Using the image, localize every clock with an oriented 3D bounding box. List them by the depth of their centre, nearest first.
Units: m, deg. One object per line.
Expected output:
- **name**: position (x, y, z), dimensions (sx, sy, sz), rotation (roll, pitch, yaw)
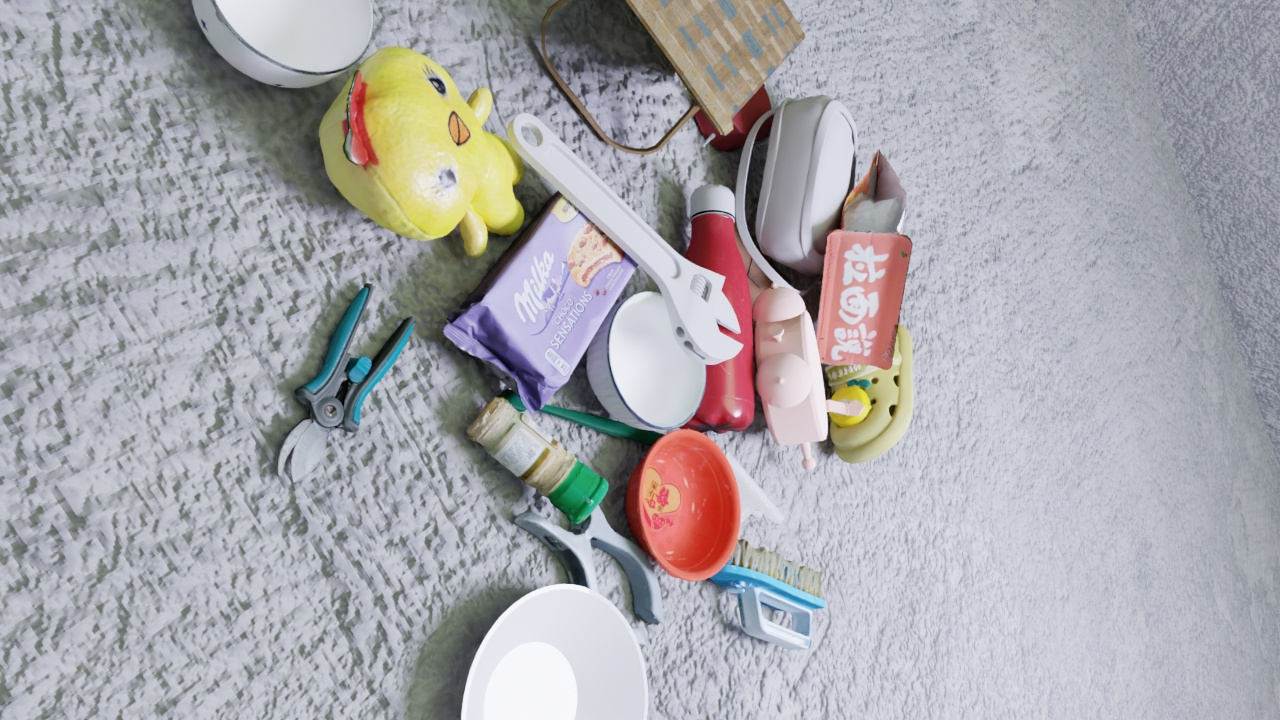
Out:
- **clock**: position (0.160, 0.014, 0.905), dimensions (0.160, 0.086, 0.130), rotation (53, 31, -47)
- **clock**: position (0.104, -0.269, 0.977), dimensions (0.124, 0.044, 0.087), rotation (-22, 96, -46)

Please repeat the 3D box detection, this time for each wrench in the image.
- **wrench**: position (-0.008, -0.095, 0.756), dimensions (0.273, 0.018, 0.086), rotation (40, 49, -25)

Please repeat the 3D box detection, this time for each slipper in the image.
- **slipper**: position (0.253, 0.022, 1.025), dimensions (0.081, 0.092, 0.190), rotation (41, 51, -28)

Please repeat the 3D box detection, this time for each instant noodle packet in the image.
- **instant noodle packet**: position (0.247, -0.118, 1.017), dimensions (0.220, 0.084, 0.165), rotation (-69, 161, -53)

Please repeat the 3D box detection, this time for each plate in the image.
- **plate**: position (-0.069, 0.255, 0.679), dimensions (0.173, 0.036, 0.173), rotation (13, 71, -43)

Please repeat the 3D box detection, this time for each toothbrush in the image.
- **toothbrush**: position (-0.045, 0.053, 0.770), dimensions (0.189, 0.017, 0.016), rotation (20, 49, -43)

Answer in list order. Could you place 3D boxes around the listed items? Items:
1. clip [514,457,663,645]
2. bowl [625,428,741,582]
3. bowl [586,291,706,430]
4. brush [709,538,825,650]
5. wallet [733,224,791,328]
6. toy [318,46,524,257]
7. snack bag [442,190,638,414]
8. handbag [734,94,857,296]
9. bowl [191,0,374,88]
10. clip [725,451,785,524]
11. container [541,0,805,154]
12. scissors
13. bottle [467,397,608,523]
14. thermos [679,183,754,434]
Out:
- **clip**: position (-0.027, 0.154, 0.755), dimensions (0.163, 0.028, 0.106), rotation (56, 46, -21)
- **bowl**: position (0.030, 0.127, 0.804), dimensions (0.130, 0.045, 0.130), rotation (13, 71, -43)
- **bowl**: position (-0.005, 0.005, 0.787), dimensions (0.118, 0.062, 0.118), rotation (13, 71, -43)
- **brush**: position (0.113, 0.218, 0.857), dimensions (0.135, 0.056, 0.075), rotation (31, 54, -36)
- **wallet**: position (0.114, -0.082, 0.963), dimensions (0.121, 0.013, 0.087), rotation (39, 55, -34)
- **toy**: position (-0.150, -0.146, 0.666), dimensions (0.207, 0.092, 0.133), rotation (9, 75, -54)
- **snack bag**: position (-0.072, -0.059, 0.736), dimensions (0.096, 0.059, 0.204), rotation (49, 48, -22)
- **handbag**: position (0.190, -0.176, 1.012), dimensions (0.222, 0.096, 0.216), rotation (0, 101, -63)
- **bowl**: position (-0.242, -0.232, 0.606), dimensions (0.113, 0.063, 0.113), rotation (14, 70, -43)
- **clip**: position (0.091, 0.132, 0.883), dimensions (0.102, 0.054, 0.057), rotation (49, 16, -25)
- **container**: position (0.016, -0.285, 0.813), dimensions (0.157, 0.186, 0.249), rotation (48, 13, -26)
- **scissors**: position (-0.197, 0.013, 0.624), dimensions (0.149, 0.019, 0.131), rotation (-12, 88, -47)
- **bottle**: position (-0.078, 0.075, 0.691), dimensions (0.111, 0.043, 0.043), rotation (40, 52, -8)
- **thermos**: position (0.069, -0.053, 0.867), dimensions (0.073, 0.073, 0.239), rotation (15, 70, -42)
